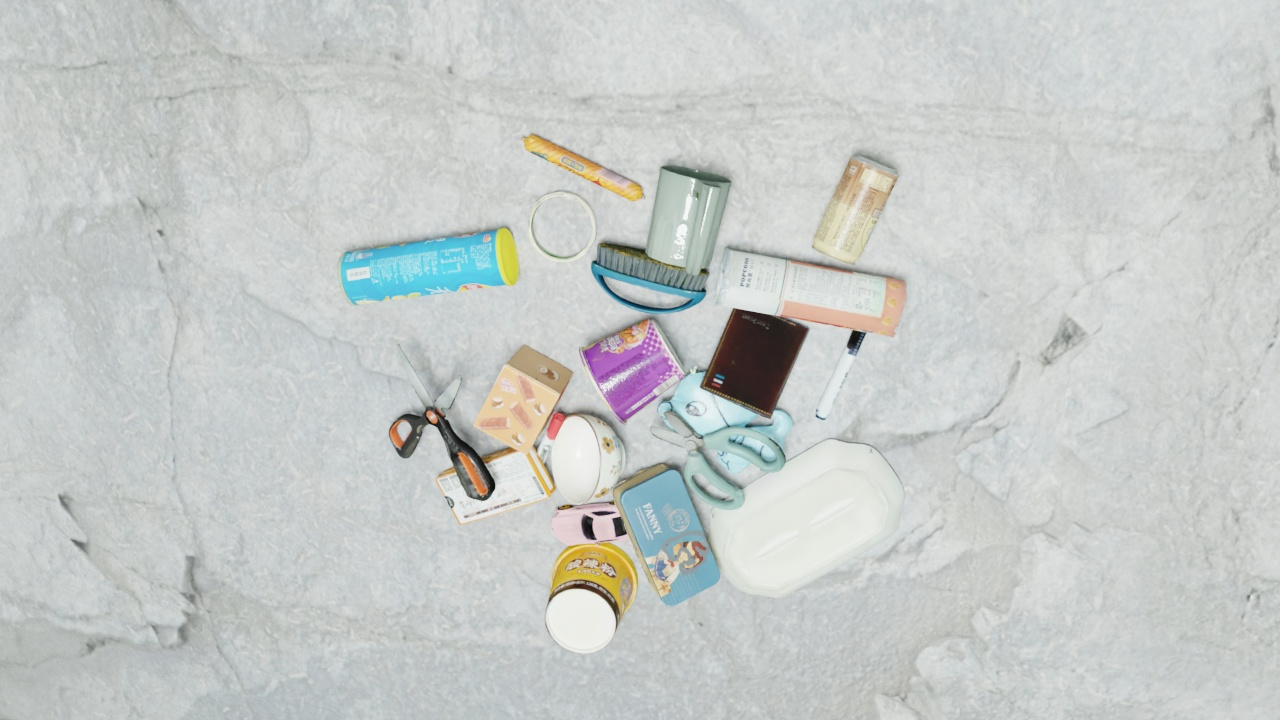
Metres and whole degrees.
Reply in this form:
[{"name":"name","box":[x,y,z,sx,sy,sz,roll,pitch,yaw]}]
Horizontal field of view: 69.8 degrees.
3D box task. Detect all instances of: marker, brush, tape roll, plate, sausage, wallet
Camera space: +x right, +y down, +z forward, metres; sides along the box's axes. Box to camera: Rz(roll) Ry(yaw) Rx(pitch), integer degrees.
[{"name":"marker","box":[-0.130,0.127,1.196,0.017,0.017,0.145,26,120,-1]},{"name":"brush","box":[0.008,-0.094,1.108,0.144,0.055,0.073,16,106,2]},{"name":"tape roll","box":[-0.096,-0.164,1.124,0.086,0.013,0.086,2,106,7]},{"name":"plate","box":[0.211,0.212,1.181,0.266,0.034,0.162,-33,99,15]},{"name":"sausage","box":[-0.068,-0.230,1.097,0.165,0.021,0.021,26,108,0]},{"name":"wallet","box":[0.138,-0.002,1.115,0.096,0.020,0.122,24,83,-1]},{"name":"marker","box":[0.246,0.014,1.126,0.022,0.018,0.131,7,112,-40]}]

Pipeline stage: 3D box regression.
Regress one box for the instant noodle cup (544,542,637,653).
[{"name":"instant noodle cup","box":[-0.069,0.314,1.206,0.118,0.114,0.118,2,106,8]}]

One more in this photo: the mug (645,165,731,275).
[{"name":"mug","box":[0.057,-0.160,1.049,0.083,0.124,0.103,7,110,-13]}]

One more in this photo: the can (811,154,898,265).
[{"name":"can","box":[0.245,-0.172,1.052,0.058,0.058,0.116,23,107,1]}]

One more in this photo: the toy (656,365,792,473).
[{"name":"toy","box":[0.105,0.072,1.147,0.161,0.049,0.156,-13,106,6]}]

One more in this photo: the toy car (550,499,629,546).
[{"name":"toy car","box":[-0.060,0.218,1.219,0.122,0.037,0.056,-8,103,11]}]

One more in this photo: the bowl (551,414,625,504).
[{"name":"bowl","box":[-0.059,0.125,1.167,0.062,0.113,0.113,2,112,-36]}]

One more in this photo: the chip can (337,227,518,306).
[{"name":"chip can","box":[-0.261,-0.114,1.131,0.210,0.071,0.071,-7,105,10]}]

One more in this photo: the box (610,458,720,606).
[{"name":"box","box":[0.030,0.217,1.179,0.089,0.062,0.184,-27,105,-13]}]

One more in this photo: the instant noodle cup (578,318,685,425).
[{"name":"instant noodle cup","box":[-0.007,0.007,1.118,0.099,0.111,0.111,-32,100,5]}]

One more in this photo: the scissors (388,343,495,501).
[{"name":"scissors","box":[-0.257,0.087,1.155,0.221,0.021,0.234,52,137,-2]}]

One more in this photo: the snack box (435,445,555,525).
[{"name":"snack box","box":[-0.192,0.163,1.208,0.154,0.026,0.075,-20,104,26]}]

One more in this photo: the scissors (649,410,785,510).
[{"name":"scissors","box":[0.101,0.110,1.130,0.172,0.019,0.176,-27,113,30]}]

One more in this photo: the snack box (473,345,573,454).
[{"name":"snack box","box":[-0.145,0.048,1.150,0.077,0.092,0.094,29,107,-1]}]

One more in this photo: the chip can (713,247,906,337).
[{"name":"chip can","box":[0.198,-0.080,1.079,0.215,0.071,0.071,10,107,4]}]
